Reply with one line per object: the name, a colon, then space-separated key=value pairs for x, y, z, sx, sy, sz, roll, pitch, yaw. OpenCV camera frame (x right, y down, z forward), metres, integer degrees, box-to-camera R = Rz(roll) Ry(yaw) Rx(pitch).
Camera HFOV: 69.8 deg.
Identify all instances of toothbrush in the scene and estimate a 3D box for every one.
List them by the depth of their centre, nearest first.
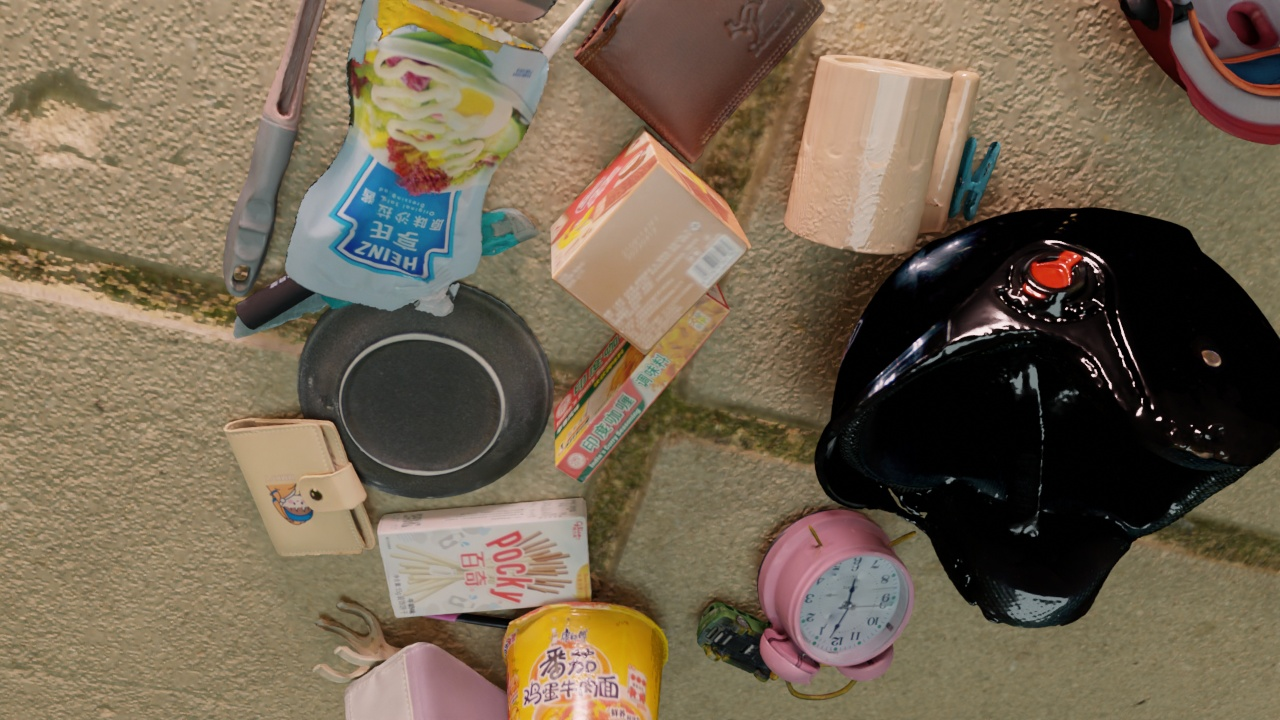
toothbrush: x=-0.066 y=-0.174 z=0.553 sx=0.016 sy=0.016 sz=0.180 roll=39 pitch=108 yaw=-20
toothbrush: x=-0.097 y=0.216 z=0.753 sx=0.189 sy=0.014 sz=0.018 roll=12 pitch=105 yaw=-11

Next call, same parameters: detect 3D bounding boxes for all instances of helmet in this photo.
helmet: x=0.342 y=-0.251 z=0.486 sx=0.207 sy=0.143 sz=0.240 roll=-18 pitch=131 yaw=4
helmet: x=0.242 y=0.019 z=0.567 sx=0.274 sy=0.229 sz=0.234 roll=6 pitch=141 yaw=-2

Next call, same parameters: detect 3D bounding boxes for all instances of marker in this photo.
marker: x=-0.199 y=-0.059 z=0.591 sx=0.132 sy=0.020 sz=0.022 roll=-29 pitch=95 yaw=2

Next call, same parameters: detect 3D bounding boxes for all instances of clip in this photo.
clip: x=0.219 y=-0.120 z=0.610 sx=0.043 sy=0.014 sz=0.057 roll=9 pitch=114 yaw=-10
clip: x=-0.215 y=0.241 z=0.725 sx=0.035 sy=0.092 sz=0.103 roll=-40 pitch=103 yaw=14

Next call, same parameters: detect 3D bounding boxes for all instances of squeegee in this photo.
squeegee: x=-0.211 y=-0.146 z=0.542 sx=0.247 sy=0.040 sz=0.250 roll=11 pitch=122 yaw=-30

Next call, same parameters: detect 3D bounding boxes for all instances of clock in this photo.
clock: x=0.153 y=0.199 z=0.726 sx=0.117 sy=0.060 sz=0.159 roll=4 pitch=108 yaw=-17

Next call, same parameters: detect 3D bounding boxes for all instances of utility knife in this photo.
utility knife: x=-0.170 y=-0.056 z=0.602 sx=0.216 sy=0.013 sz=0.029 roll=-20 pitch=88 yaw=5

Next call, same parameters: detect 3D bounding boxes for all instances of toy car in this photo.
toy car: x=0.089 y=0.234 z=0.766 sx=0.091 sy=0.036 sz=0.043 roll=32 pitch=109 yaw=-19

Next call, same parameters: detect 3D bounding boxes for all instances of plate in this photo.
plate: x=-0.151 y=0.028 z=0.645 sx=0.179 sy=0.024 sz=0.180 roll=-2 pitch=118 yaw=-4

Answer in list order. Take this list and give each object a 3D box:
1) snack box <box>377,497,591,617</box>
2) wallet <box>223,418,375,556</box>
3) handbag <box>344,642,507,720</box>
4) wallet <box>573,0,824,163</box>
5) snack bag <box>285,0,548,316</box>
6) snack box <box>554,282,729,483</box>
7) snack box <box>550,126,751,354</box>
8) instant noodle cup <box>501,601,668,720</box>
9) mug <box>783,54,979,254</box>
snack box: x=-0.118 y=0.153 z=0.711 sx=0.157 sy=0.026 sz=0.085 roll=-4 pitch=117 yaw=-3
wallet: x=-0.242 y=0.093 z=0.663 sx=0.087 sy=0.024 sz=0.115 roll=-4 pitch=117 yaw=10
handbag: x=-0.141 y=0.332 z=0.687 sx=0.098 sy=0.197 sz=0.145 roll=-37 pitch=134 yaw=10
wallet: x=0.035 y=-0.195 z=0.545 sx=0.101 sy=0.032 sz=0.125 roll=35 pitch=110 yaw=-23
snack bag: x=-0.135 y=-0.111 z=0.543 sx=0.110 sy=0.038 sz=0.191 roll=13 pitch=120 yaw=-27
snack box: x=-0.004 y=0.004 z=0.616 sx=0.027 sy=0.077 sz=0.156 roll=33 pitch=110 yaw=-20
snack box: x=0.002 y=-0.076 z=0.566 sx=0.077 sy=0.094 sz=0.093 roll=38 pitch=108 yaw=-21
instant noodle cup: x=-0.045 y=0.273 z=0.717 sx=0.138 sy=0.109 sz=0.138 roll=0 pitch=130 yaw=0
mug: x=0.156 y=-0.129 z=0.570 sx=0.124 sy=0.084 sz=0.104 roll=-8 pitch=119 yaw=-29
